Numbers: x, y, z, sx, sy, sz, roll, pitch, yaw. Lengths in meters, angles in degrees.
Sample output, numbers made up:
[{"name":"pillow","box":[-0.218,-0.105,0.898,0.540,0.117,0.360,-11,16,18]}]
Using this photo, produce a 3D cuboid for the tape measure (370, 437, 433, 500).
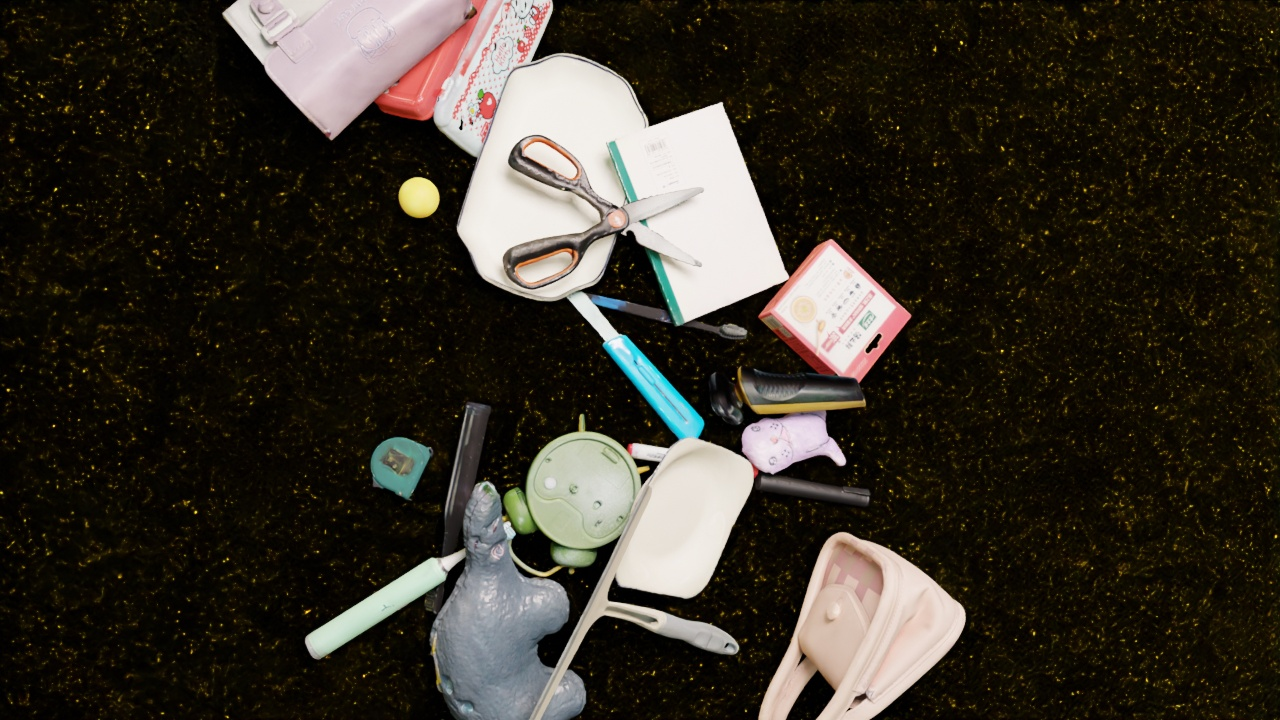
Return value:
[{"name":"tape measure","box":[-0.241,0.104,0.915,0.054,0.025,0.058,26,79,-10]}]

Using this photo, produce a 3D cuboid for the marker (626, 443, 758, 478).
[{"name":"marker","box":[0.057,0.107,0.987,0.145,0.017,0.017,10,83,-12]}]

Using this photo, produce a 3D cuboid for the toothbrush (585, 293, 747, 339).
[{"name":"toothbrush","box":[0.027,-0.049,0.995,0.189,0.016,0.014,13,76,-10]}]

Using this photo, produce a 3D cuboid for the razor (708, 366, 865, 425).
[{"name":"razor","box":[0.157,0.038,0.982,0.167,0.062,0.068,-1,123,1]}]

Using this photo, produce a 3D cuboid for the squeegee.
[{"name":"squeegee","box":[0.017,0.260,0.911,0.246,0.039,0.246,29,85,-43]}]

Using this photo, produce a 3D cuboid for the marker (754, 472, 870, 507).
[{"name":"marker","box":[0.190,0.143,1.011,0.132,0.022,0.020,11,46,-12]}]

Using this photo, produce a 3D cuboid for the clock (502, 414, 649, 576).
[{"name":"clock","box":[-0.071,0.145,0.934,0.116,0.056,0.161,39,78,-6]}]

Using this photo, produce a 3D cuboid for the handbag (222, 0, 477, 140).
[{"name":"handbag","box":[-0.276,-0.330,0.883,0.197,0.098,0.145,-41,76,-5]}]

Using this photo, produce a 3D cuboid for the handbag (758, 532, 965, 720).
[{"name":"handbag","box":[0.199,0.296,0.923,0.093,0.193,0.234,35,88,-6]}]

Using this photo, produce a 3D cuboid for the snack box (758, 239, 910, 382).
[{"name":"snack box","box":[0.216,-0.050,1.023,0.127,0.044,0.113,43,77,-5]}]

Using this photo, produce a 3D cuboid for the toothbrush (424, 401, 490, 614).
[{"name":"toothbrush","box":[-0.186,0.148,0.925,0.027,0.026,0.212,9,84,23]}]

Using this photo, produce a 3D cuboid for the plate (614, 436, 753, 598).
[{"name":"plate","box":[0.039,0.158,0.939,0.164,0.034,0.163,26,88,-47]}]

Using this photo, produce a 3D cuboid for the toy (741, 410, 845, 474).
[{"name":"toy","box":[0.162,0.089,0.998,0.108,0.039,0.083,-13,64,-15]}]

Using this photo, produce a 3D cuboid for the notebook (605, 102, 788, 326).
[{"name":"notebook","box":[0.064,-0.160,0.995,0.150,0.012,0.209,-24,97,-21]}]

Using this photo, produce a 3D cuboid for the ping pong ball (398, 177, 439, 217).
[{"name":"ping pong ball","box":[-0.226,-0.166,0.935,0.040,0.040,0.040,1,85,-13]}]

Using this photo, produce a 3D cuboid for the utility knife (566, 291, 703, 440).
[{"name":"utility knife","box":[-0.006,0.006,0.981,0.034,0.018,0.209,-42,94,-13]}]

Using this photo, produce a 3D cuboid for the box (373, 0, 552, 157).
[{"name":"box","box":[-0.182,-0.325,0.962,0.112,0.099,0.201,19,81,24]}]

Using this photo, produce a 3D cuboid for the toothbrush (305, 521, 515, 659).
[{"name":"toothbrush","box":[-0.222,0.219,0.892,0.224,0.026,0.027,-32,103,-5]}]

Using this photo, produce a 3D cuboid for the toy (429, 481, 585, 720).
[{"name":"toy","box":[-0.127,0.287,0.877,0.138,0.091,0.356,-15,99,10]}]

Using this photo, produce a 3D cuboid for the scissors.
[{"name":"scissors","box":[-0.047,-0.150,0.941,0.220,0.022,0.230,-39,94,-9]}]

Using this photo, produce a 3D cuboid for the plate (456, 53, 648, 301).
[{"name":"plate","box":[-0.092,-0.192,0.971,0.162,0.034,0.265,18,81,-12]}]
